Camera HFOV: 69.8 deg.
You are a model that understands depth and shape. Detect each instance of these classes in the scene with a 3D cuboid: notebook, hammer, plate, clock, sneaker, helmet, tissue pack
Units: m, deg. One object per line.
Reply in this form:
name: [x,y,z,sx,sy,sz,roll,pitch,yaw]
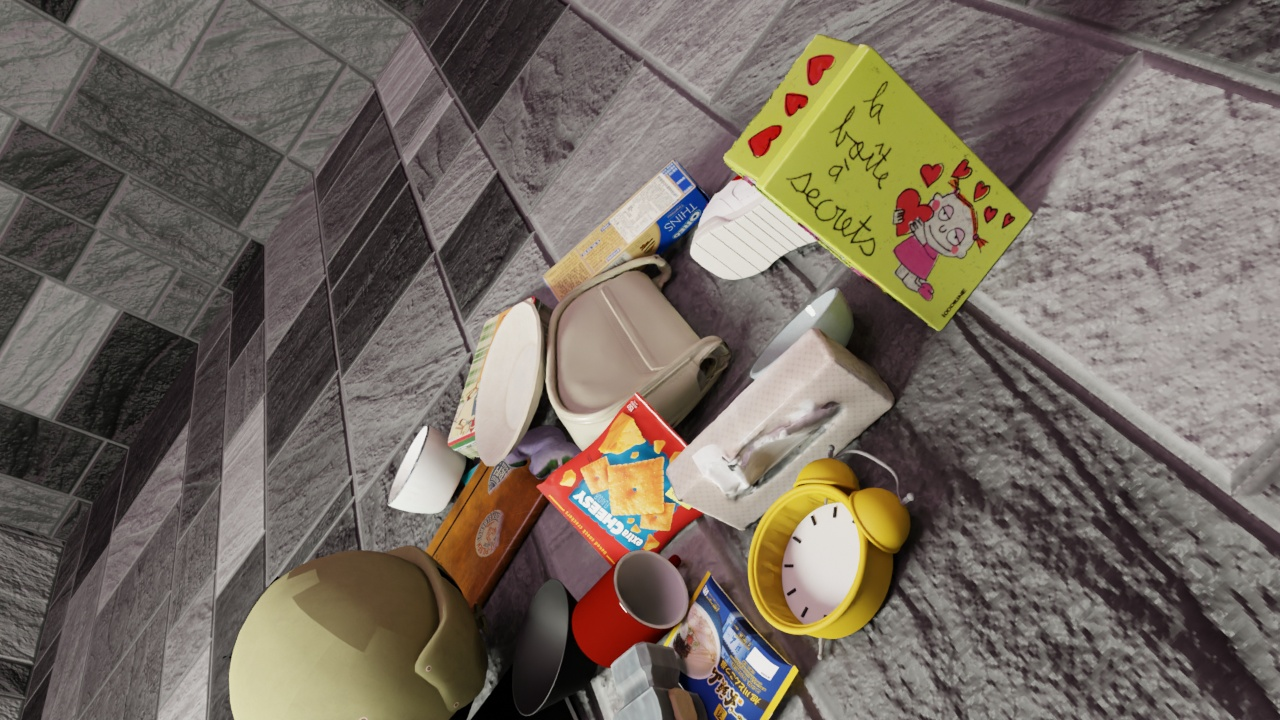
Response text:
notebook: [-0.193,0.199,1.116,0.249,0.014,0.178,-58,34,3]
hammer: [-0.068,0.368,0.771,0.324,0.051,0.117,-46,42,25]
plate: [-0.140,0.028,1.028,0.189,0.027,0.188,-40,43,51]
clock: [0.143,0.141,0.699,0.113,0.052,0.152,34,98,56]
sneaker: [0.152,-0.170,0.894,0.237,0.090,0.104,-26,41,45]
helmet: [-0.263,0.301,0.897,0.233,0.255,0.250,-60,35,6]
notebook: [-0.107,0.385,0.868,0.149,0.016,0.206,-54,35,7]
tissue pack: [0.111,0.066,0.749,0.182,0.104,0.071,-43,40,22]

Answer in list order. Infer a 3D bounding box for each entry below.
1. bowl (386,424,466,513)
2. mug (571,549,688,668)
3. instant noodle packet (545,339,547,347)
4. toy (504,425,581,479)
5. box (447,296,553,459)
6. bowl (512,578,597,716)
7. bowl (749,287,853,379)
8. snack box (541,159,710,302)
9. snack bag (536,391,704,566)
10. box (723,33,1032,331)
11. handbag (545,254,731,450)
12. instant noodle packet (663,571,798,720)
bowl: [-0.275,0.148,1.196,0.117,0.065,0.116,-52,20,28]
mug: [-0.002,0.211,0.811,0.105,0.073,0.083,-37,-12,-50]
instant noodle packet: [-0.057,-0.063,1.116,0.099,0.039,0.135,13,75,48]
toy: [-0.110,0.108,1.040,0.080,0.036,0.100,-21,26,-16]
box: [-0.177,0.021,1.179,0.118,0.050,0.205,-19,45,39]
bowl: [-0.072,0.273,0.863,0.124,0.052,0.123,-49,31,42]
bowl: [0.145,-0.012,0.792,0.106,0.039,0.106,-46,3,3]
snack box: [-0.014,-0.137,1.058,0.207,0.057,0.056,-40,57,9]
snack bag: [-0.006,0.121,0.859,0.144,0.131,0.039,-44,-2,21]
box: [0.182,-0.131,0.698,0.124,0.221,0.082,-51,36,9]
handbag: [-0.006,0.006,0.978,0.184,0.132,0.229,-30,41,-1]
instant noodle packet: [0.067,0.243,0.740,0.087,0.026,0.134,-61,34,7]
